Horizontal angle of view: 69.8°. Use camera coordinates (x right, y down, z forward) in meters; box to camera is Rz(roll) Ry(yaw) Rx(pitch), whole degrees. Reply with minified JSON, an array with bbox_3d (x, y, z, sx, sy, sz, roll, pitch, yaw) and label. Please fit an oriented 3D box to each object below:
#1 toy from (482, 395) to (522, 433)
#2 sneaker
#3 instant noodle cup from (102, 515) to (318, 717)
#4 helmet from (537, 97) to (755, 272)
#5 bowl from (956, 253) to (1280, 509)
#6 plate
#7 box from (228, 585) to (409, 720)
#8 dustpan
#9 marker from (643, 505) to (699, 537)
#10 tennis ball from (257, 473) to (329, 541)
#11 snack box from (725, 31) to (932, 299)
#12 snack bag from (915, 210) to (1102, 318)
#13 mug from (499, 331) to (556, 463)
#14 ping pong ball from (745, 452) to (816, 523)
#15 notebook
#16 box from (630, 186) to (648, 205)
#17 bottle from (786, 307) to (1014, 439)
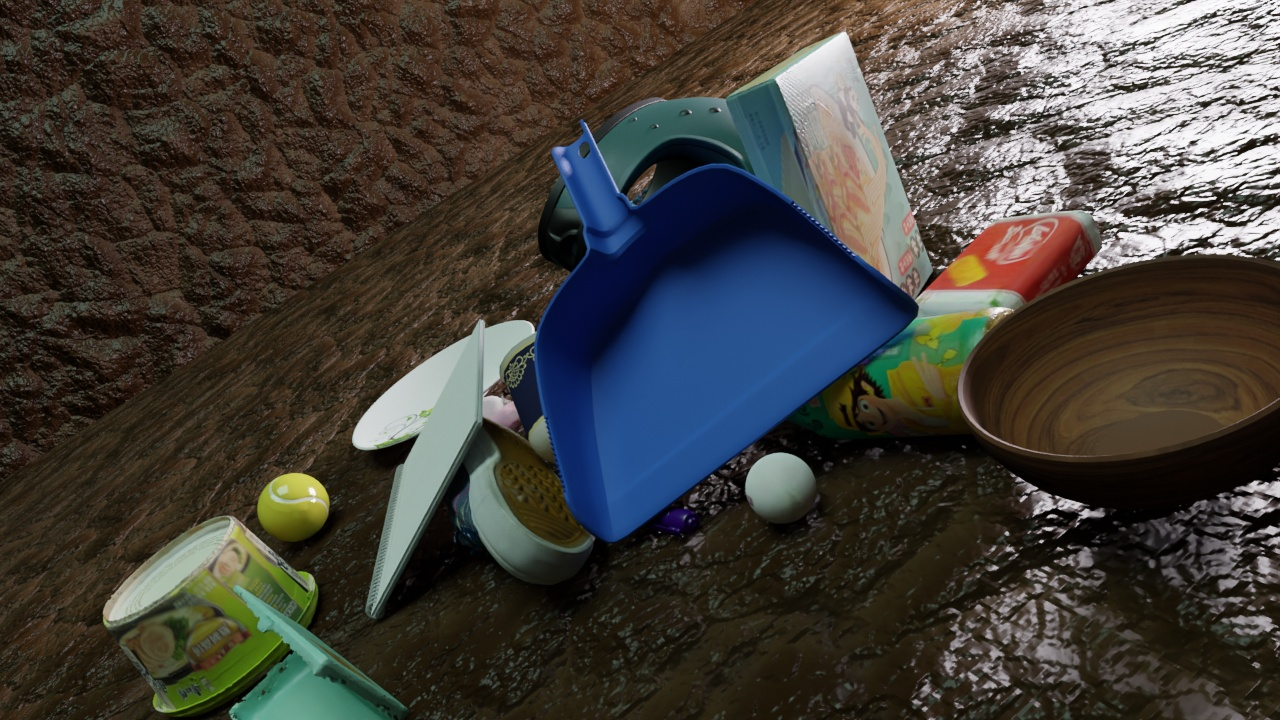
[{"bbox_3d":[-0.136,0.066,0.818,0.109,0.041,0.095,-13,41,50],"label":"toy"},{"bbox_3d":[-0.098,0.111,0.653,0.079,0.087,0.235,-58,21,2],"label":"sneaker"},{"bbox_3d":[-0.344,0.196,0.731,0.146,0.098,0.146,-26,21,11],"label":"instant noodle cup"},{"bbox_3d":[0.057,-0.104,0.741,0.200,0.177,0.273,27,39,16],"label":"helmet"},{"bbox_3d":[0.225,0.021,0.408,0.147,0.069,0.147,-26,23,11],"label":"bowl"},{"bbox_3d":[-0.208,0.034,1.005,0.230,0.030,0.229,-26,22,11],"label":"plate"},{"bbox_3d":[-0.221,0.200,0.571,0.077,0.093,0.188,-41,24,-28],"label":"box"},{"bbox_3d":[0.007,-0.057,0.592,0.246,0.059,0.257,-41,53,24],"label":"dustpan"},{"bbox_3d":[-0.007,0.099,0.616,0.018,0.015,0.134,-45,25,-26],"label":"marker"},{"bbox_3d":[-0.334,0.142,0.885,0.065,0.065,0.065,-26,22,11],"label":"tennis ball"},{"bbox_3d":[0.136,-0.114,0.634,0.044,0.193,0.141,-13,21,38],"label":"snack box"},{"bbox_3d":[0.237,-0.053,0.601,0.115,0.036,0.077,-41,23,-24],"label":"snack bag"},{"bbox_3d":[-0.050,0.037,0.725,0.086,0.112,0.089,-32,61,12],"label":"mug"},{"bbox_3d":[0.080,0.073,0.524,0.040,0.040,0.040,-26,22,11],"label":"ping pong ball"},{"bbox_3d":[-0.174,0.077,0.767,0.178,0.013,0.245,-60,17,13],"label":"notebook"},{"bbox_3d":[0.048,-0.154,0.941,0.242,0.115,0.094,-40,-12,-23],"label":"box"},{"bbox_3d":[0.125,0.014,0.557,0.210,0.068,0.067,-8,31,45],"label":"bottle"}]
